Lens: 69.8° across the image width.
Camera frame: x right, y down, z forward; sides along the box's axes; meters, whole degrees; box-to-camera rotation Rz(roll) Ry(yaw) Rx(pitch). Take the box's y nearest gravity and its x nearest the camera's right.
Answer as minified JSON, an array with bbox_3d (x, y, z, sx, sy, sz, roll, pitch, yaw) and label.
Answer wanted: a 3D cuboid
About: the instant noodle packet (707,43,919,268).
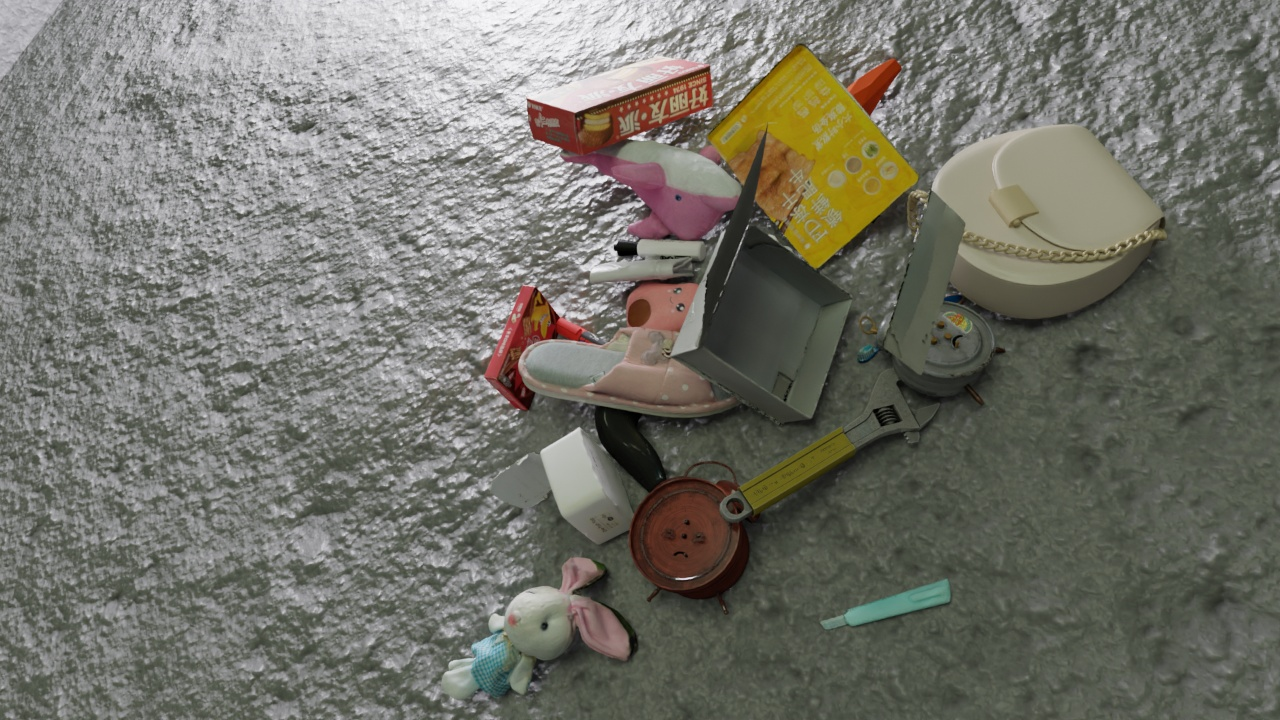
[{"bbox_3d":[0.210,-0.242,1.111,0.163,0.084,0.221,-42,66,22],"label":"instant noodle packet"}]

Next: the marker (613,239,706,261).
[{"bbox_3d":[0.023,-0.144,1.189,0.126,0.025,0.025,6,64,26],"label":"marker"}]

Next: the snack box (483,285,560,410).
[{"bbox_3d":[-0.144,-0.016,1.145,0.021,0.089,0.132,7,65,26],"label":"snack box"}]

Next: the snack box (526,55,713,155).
[{"bbox_3d":[-0.025,-0.348,1.237,0.235,0.060,0.113,-28,38,-29],"label":"snack box"}]

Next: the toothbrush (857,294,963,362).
[{"bbox_3d":[0.297,-0.038,1.013,0.135,0.017,0.021,-32,56,3],"label":"toothbrush"}]

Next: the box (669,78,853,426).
[{"bbox_3d":[0.105,-0.088,0.907,0.150,0.369,0.166,12,67,26],"label":"box"}]

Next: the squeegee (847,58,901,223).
[{"bbox_3d":[0.261,-0.308,1.163,0.185,0.055,0.249,-48,54,1],"label":"squeegee"}]

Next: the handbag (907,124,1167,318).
[{"bbox_3d":[0.421,-0.147,0.985,0.208,0.103,0.210,-21,55,1],"label":"handbag"}]

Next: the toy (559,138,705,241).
[{"bbox_3d":[0.020,-0.222,1.200,0.186,0.128,0.266,-18,38,-43],"label":"toy"}]

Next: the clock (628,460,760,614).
[{"bbox_3d":[0.059,0.175,0.956,0.121,0.072,0.157,3,63,24],"label":"clock"}]

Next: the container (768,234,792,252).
[{"bbox_3d":[0.129,-0.095,1.098,0.081,0.049,0.129,3,63,25],"label":"container"}]

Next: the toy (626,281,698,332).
[{"bbox_3d":[0.034,-0.061,1.119,0.110,0.051,0.089,-14,55,15],"label":"toy"}]

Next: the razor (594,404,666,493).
[{"bbox_3d":[-0.007,0.092,1.051,0.063,0.053,0.140,-22,56,-22],"label":"razor"}]

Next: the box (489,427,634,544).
[{"bbox_3d":[-0.096,0.148,1.017,0.137,0.109,0.124,-29,54,4],"label":"box"}]

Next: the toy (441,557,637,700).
[{"bbox_3d":[-0.124,0.282,0.955,0.205,0.106,0.131,-29,51,3],"label":"toy"}]

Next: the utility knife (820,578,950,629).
[{"bbox_3d":[0.234,0.237,0.880,0.129,0.015,0.022,-20,52,14],"label":"utility knife"}]

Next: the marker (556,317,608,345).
[{"bbox_3d":[-0.049,-0.017,1.145,0.145,0.023,0.021,28,68,33],"label":"marker"}]

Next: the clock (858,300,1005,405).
[{"bbox_3d":[0.300,-0.017,0.962,0.148,0.056,0.103,20,56,22],"label":"clock"}]

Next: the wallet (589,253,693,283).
[{"bbox_3d":[0.003,-0.115,1.147,0.116,0.086,0.032,-1,100,20],"label":"wallet"}]

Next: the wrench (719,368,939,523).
[{"bbox_3d":[0.194,0.088,0.938,0.273,0.018,0.083,-27,61,-16],"label":"wrench"}]

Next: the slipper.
[{"bbox_3d":[-0.006,0.006,1.051,0.274,0.054,0.114,4,42,7],"label":"slipper"}]
